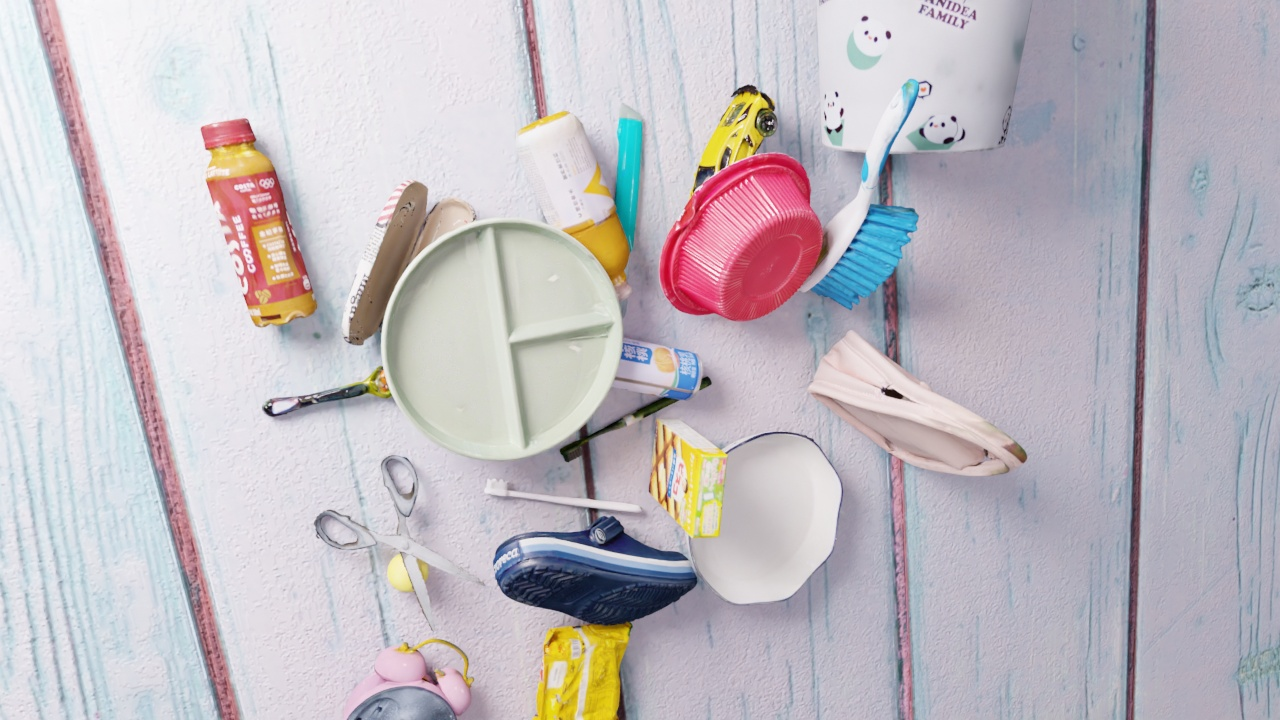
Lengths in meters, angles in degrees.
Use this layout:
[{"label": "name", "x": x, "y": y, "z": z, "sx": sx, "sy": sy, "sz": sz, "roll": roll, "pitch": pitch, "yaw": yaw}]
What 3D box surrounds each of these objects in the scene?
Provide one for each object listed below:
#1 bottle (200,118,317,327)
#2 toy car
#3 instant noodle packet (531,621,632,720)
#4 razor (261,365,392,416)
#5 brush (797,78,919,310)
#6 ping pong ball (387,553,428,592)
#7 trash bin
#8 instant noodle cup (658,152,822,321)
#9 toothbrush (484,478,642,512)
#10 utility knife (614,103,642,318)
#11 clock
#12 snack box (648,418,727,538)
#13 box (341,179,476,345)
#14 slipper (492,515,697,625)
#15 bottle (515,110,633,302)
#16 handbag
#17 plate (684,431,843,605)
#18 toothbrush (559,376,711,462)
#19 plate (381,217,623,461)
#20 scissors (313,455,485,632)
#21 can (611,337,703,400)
[{"label": "bottle", "x": -0.334, "y": -0.119, "z": 0.796, "sx": 0.057, "sy": 0.057, "sz": 0.175, "roll": -17, "pitch": 108, "yaw": -18}, {"label": "toy car", "x": 0.089, "y": -0.205, "z": 0.938, "sx": 0.041, "sy": 0.071, "sz": 0.156, "roll": 22, "pitch": 93, "yaw": -26}, {"label": "instant noodle packet", "x": -0.067, "y": 0.350, "z": 1.015, "sx": 0.110, "sy": 0.044, "sz": 0.128, "roll": 2, "pitch": 105, "yaw": -29}, {"label": "razor", "x": -0.284, "y": 0.030, "z": 0.869, "sx": 0.142, "sy": 0.022, "sz": 0.043, "roll": -14, "pitch": 104, "yaw": -18}, {"label": "brush", "x": 0.231, "y": -0.151, "z": 0.911, "sx": 0.109, "sy": 0.315, "sz": 0.060, "roll": 11, "pitch": 59, "yaw": -13}, {"label": "ping pong ball", "x": -0.233, "y": 0.212, "z": 0.920, "sx": 0.040, "sy": 0.040, "sz": 0.040, "roll": -5, "pitch": 103, "yaw": -21}, {"label": "trash bin", "x": 0.278, "y": -0.342, "z": 0.910, "sx": 0.229, "sy": 0.229, "sz": 0.252, "roll": -9, "pitch": 111, "yaw": -20}, {"label": "instant noodle cup", "x": 0.113, "y": -0.109, "z": 0.924, "sx": 0.193, "sy": 0.066, "sz": 0.194, "roll": -24, "pitch": 141, "yaw": -21}, {"label": "toothbrush", "x": -0.079, "y": 0.146, "z": 0.981, "sx": 0.180, "sy": 0.016, "sz": 0.016, "roll": 12, "pitch": 91, "yaw": -23}, {"label": "utility knife", "x": -0.017, "y": -0.148, "z": 0.940, "sx": 0.029, "sy": 0.013, "sz": 0.222, "roll": 0, "pitch": 99, "yaw": -23}, {"label": "clock", "x": -0.239, "y": 0.357, "z": 0.940, "sx": 0.117, "sy": 0.060, "sz": 0.158, "roll": 36, "pitch": 89, "yaw": -23}, {"label": "snack box", "x": 0.047, "y": 0.119, "z": 0.956, "sx": 0.033, "sy": 0.140, "sz": 0.087, "roll": 1, "pitch": 101, "yaw": -20}, {"label": "box", "x": -0.219, "y": -0.082, "z": 0.840, "sx": 0.087, "sy": 0.076, "sz": 0.162, "roll": 14, "pitch": 101, "yaw": -52}, {"label": "slipper", "x": -0.052, "y": 0.214, "z": 0.968, "sx": 0.252, "sy": 0.095, "sz": 0.105, "roll": 20, "pitch": 133, "yaw": -42}, {"label": "bottle", "x": -0.058, "y": -0.144, "z": 0.895, "sx": 0.068, "sy": 0.068, "sz": 0.189, "roll": -28, "pitch": 110, "yaw": -14}, {"label": "handbag", "x": 0.314, "y": 0.064, "z": 0.998, "sx": 0.193, "sy": 0.234, "sz": 0.093, "roll": 33, "pitch": 90, "yaw": -25}, {"label": "plate", "x": 0.138, "y": 0.178, "z": 1.053, "sx": 0.204, "sy": 0.045, "sz": 0.205, "roll": -5, "pitch": 101, "yaw": -25}, {"label": "toothbrush", "x": -0.003, "y": 0.063, "z": 0.994, "sx": 0.185, "sy": 0.012, "sz": 0.017, "roll": -26, "pitch": 116, "yaw": -15}, {"label": "plate", "x": -0.126, "y": -0.019, "z": 0.856, "sx": 0.230, "sy": 0.027, "sz": 0.230, "roll": -5, "pitch": 104, "yaw": -22}, {"label": "scissors", "x": -0.235, "y": 0.178, "z": 0.896, "sx": 0.159, "sy": 0.014, "sz": 0.181, "roll": -4, "pitch": 84, "yaw": -6}, {"label": "can", "x": -0.006, "y": 0.006, "z": 0.957, "sx": 0.134, "sy": 0.053, "sz": 0.053, "roll": 11, "pitch": 97, "yaw": -23}]
